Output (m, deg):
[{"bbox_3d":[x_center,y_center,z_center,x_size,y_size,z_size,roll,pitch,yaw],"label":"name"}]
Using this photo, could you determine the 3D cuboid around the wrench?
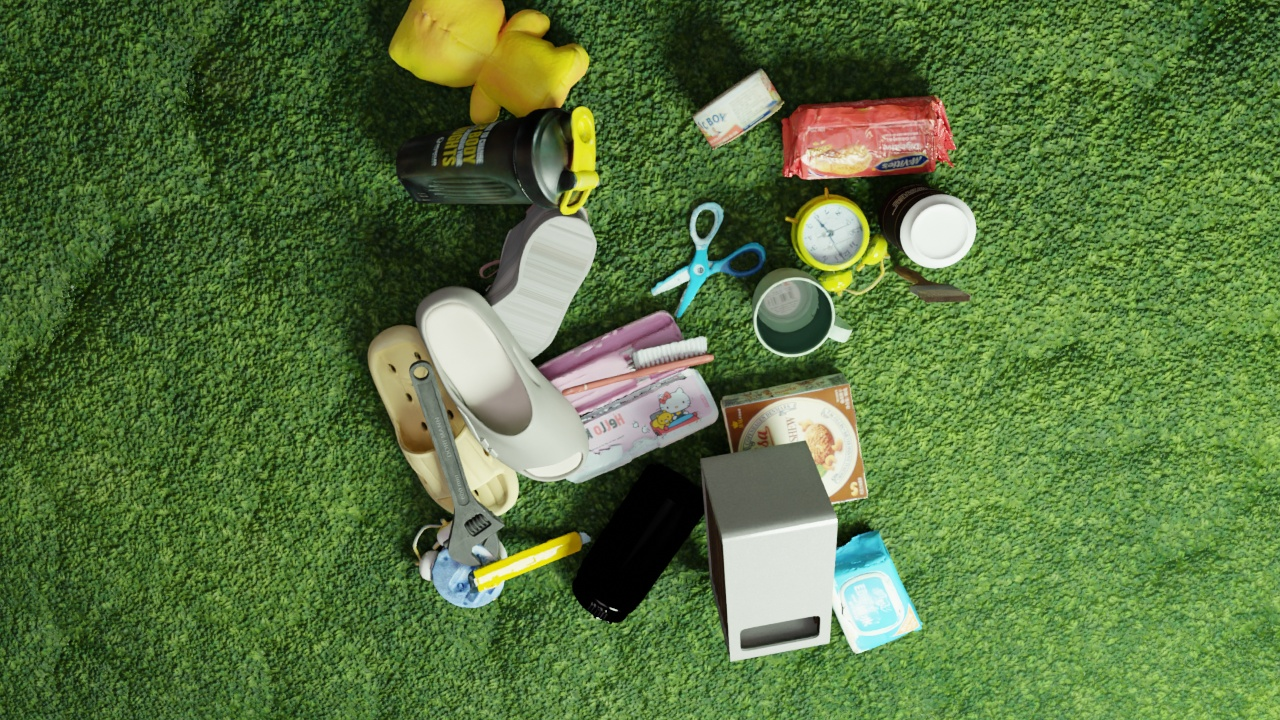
[{"bbox_3d":[-0.210,0.121,1.026,0.073,0.018,0.273,-16,117,-9],"label":"wrench"}]

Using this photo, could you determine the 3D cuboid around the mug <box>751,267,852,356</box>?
[{"bbox_3d":[0.173,-0.052,0.983,0.111,0.104,0.084,23,106,-3],"label":"mug"}]

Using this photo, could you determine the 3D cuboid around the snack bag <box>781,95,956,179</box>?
[{"bbox_3d":[0.232,-0.230,0.940,0.176,0.082,0.082,-3,107,3],"label":"snack bag"}]

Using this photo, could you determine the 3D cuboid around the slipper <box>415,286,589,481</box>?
[{"bbox_3d":[-0.151,0.044,0.989,0.113,0.080,0.266,-25,115,11],"label":"slipper"}]

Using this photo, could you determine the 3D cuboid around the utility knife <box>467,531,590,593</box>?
[{"bbox_3d":[-0.132,0.240,1.101,0.159,0.017,0.030,-17,109,-19],"label":"utility knife"}]

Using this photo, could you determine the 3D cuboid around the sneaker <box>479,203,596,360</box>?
[{"bbox_3d":[-0.122,-0.092,1.008,0.099,0.089,0.237,23,129,-22],"label":"sneaker"}]

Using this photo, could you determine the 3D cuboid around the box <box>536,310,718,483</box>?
[{"bbox_3d":[-0.026,0.044,1.060,0.201,0.037,0.153,-24,107,10],"label":"box"}]

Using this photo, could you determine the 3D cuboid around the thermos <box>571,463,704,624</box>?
[{"bbox_3d":[-0.010,0.227,1.087,0.086,0.086,0.199,31,106,-6],"label":"thermos"}]

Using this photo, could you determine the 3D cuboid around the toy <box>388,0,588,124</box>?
[{"bbox_3d":[-0.156,-0.307,0.934,0.194,0.087,0.135,34,109,-8],"label":"toy"}]

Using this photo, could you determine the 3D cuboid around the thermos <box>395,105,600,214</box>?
[{"bbox_3d":[-0.143,-0.197,0.923,0.221,0.097,0.098,3,109,32],"label":"thermos"}]

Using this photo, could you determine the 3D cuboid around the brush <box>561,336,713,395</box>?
[{"bbox_3d":[-0.006,0.006,1.009,0.172,0.041,0.030,-14,85,3],"label":"brush"}]

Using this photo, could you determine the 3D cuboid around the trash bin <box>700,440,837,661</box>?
[{"bbox_3d":[0.139,0.213,1.011,0.114,0.114,0.229,-10,131,-3],"label":"trash bin"}]

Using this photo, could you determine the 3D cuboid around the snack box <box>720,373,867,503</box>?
[{"bbox_3d":[0.178,0.099,1.061,0.147,0.041,0.143,-11,107,6],"label":"snack box"}]

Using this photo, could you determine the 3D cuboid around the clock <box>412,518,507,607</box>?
[{"bbox_3d":[-0.219,0.245,1.122,0.125,0.052,0.089,33,106,-7],"label":"clock"}]

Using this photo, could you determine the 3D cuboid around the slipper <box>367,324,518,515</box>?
[{"bbox_3d":[-0.239,0.085,1.063,0.111,0.079,0.261,-23,104,13],"label":"slipper"}]

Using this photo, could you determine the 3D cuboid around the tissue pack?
[{"bbox_3d":[0.270,0.280,1.100,0.093,0.061,0.144,-25,104,10],"label":"tissue pack"}]

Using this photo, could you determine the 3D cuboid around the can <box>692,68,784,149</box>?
[{"bbox_3d":[0.099,-0.256,0.934,0.086,0.086,0.043,-32,103,12],"label":"can"}]

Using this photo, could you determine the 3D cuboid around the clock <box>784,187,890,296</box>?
[{"bbox_3d":[0.212,-0.125,0.982,0.083,0.057,0.119,-39,95,11],"label":"clock"}]

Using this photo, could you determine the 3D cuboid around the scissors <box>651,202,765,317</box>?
[{"bbox_3d":[0.079,-0.100,1.022,0.117,0.013,0.140,24,104,-6],"label":"scissors"}]

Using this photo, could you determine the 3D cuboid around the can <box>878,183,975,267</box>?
[{"bbox_3d":[0.289,-0.140,0.936,0.072,0.128,0.072,1,107,3],"label":"can"}]

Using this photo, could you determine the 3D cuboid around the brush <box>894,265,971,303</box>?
[{"bbox_3d":[0.289,-0.081,0.947,0.045,0.143,0.008,-2,108,-5],"label":"brush"}]
